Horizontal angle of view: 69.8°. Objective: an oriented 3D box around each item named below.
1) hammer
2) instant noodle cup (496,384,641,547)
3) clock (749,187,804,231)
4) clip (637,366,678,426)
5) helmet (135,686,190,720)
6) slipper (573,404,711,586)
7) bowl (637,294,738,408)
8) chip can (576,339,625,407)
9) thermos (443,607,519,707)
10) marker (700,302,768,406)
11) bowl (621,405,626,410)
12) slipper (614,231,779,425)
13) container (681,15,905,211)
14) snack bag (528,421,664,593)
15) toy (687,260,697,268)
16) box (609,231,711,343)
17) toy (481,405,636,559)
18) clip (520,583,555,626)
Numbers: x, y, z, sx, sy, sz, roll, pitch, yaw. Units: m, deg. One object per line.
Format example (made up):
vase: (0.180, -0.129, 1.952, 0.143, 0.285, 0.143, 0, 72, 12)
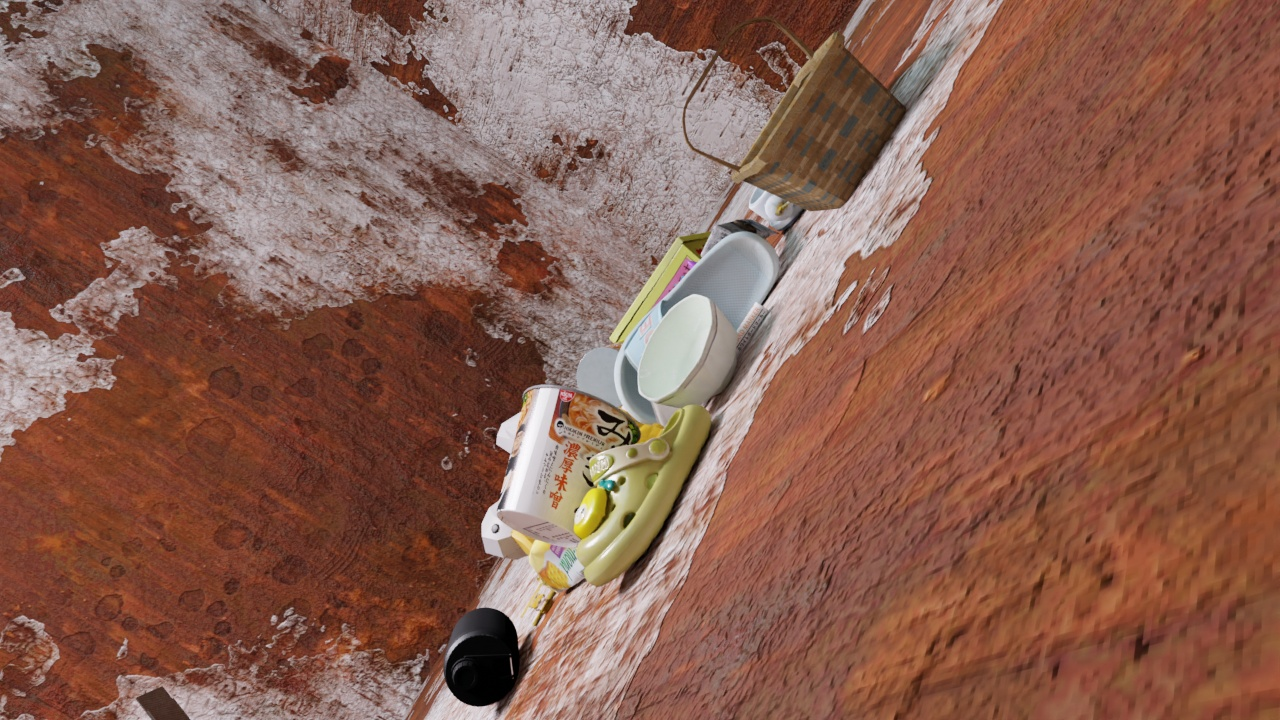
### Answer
hammer: (0.076, -0.040, 1.153, 0.301, 0.037, 0.217, -65, -13, 20)
instant noodle cup: (-0.077, 0.107, 0.883, 0.124, 0.123, 0.121, 129, 163, -63)
clock: (0.183, -0.209, 1.148, 0.083, 0.057, 0.117, -57, 11, 0)
clip: (0.039, 0.039, 0.986, 0.056, 0.102, 0.046, -11, 28, 16)
helmet: (-0.321, 0.441, 0.760, 0.233, 0.253, 0.234, -52, -21, 0)
slipper: (-0.006, 0.105, 0.811, 0.190, 0.081, 0.092, -56, 5, -26)
bowl: (0.055, -0.001, 0.906, 0.118, 0.061, 0.117, -42, 32, 33)
chip can: (-0.007, 0.007, 1.187, 0.075, 0.075, 0.214, -56, -11, 17)
thermos: (-0.187, 0.350, 1.084, 0.086, 0.086, 0.199, -58, 4, -10)
marker: (0.084, 0.005, 0.940, 0.145, 0.017, 0.017, -57, 4, 10)
bowl: (0.001, 0.034, 1.456, 0.118, 0.062, 0.118, -57, 4, 5)
slipper: (0.057, -0.034, 0.998, 0.246, 0.104, 0.074, -52, 1, 15)
container: (0.148, -0.257, 0.970, 0.157, 0.186, 0.249, -57, 3, 8)
snack bag: (-0.052, 0.162, 1.028, 0.159, 0.068, 0.248, -58, 4, -30)
toy: (0.110, -0.121, 1.277, 0.088, 0.056, 0.105, -12, 22, 23)
box: (0.056, -0.103, 1.506, 0.124, 0.082, 0.222, -25, -27, -55)
toy: (-0.122, 0.140, 1.224, 0.267, 0.141, 0.247, -43, 40, -12)
clip: (-0.129, 0.306, 1.160, 0.053, 0.044, 0.049, -57, -22, -22)
